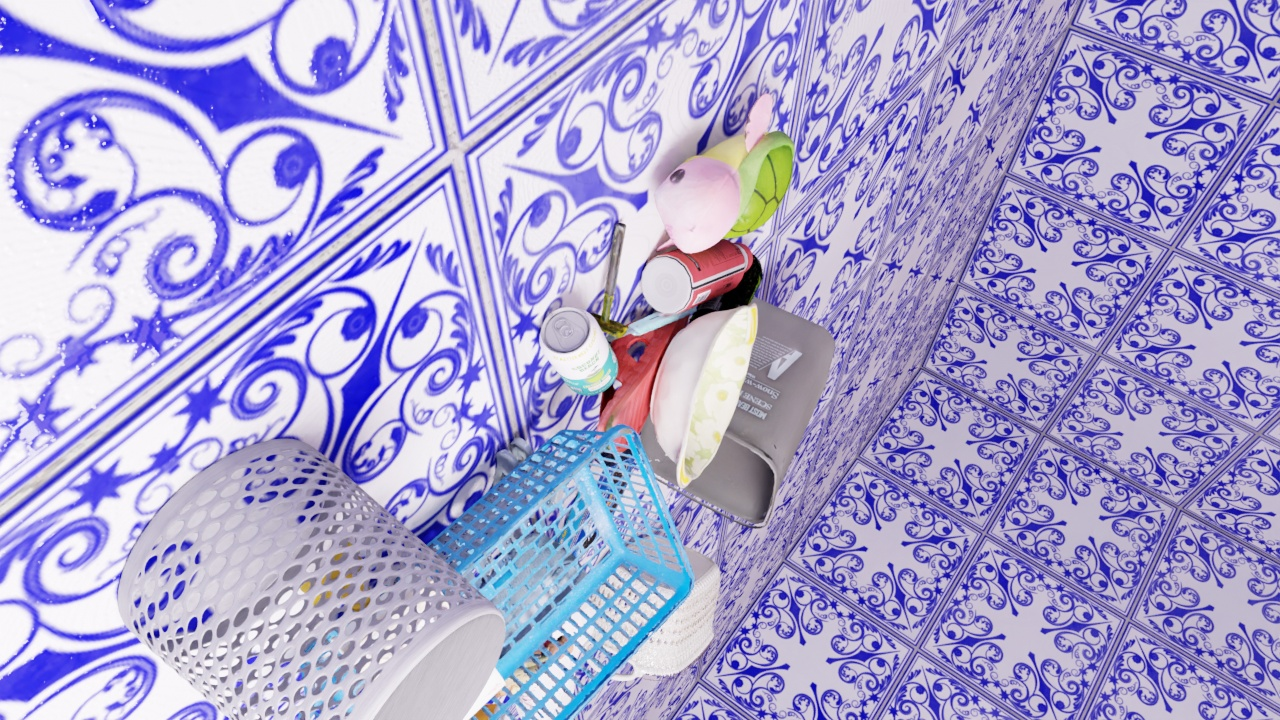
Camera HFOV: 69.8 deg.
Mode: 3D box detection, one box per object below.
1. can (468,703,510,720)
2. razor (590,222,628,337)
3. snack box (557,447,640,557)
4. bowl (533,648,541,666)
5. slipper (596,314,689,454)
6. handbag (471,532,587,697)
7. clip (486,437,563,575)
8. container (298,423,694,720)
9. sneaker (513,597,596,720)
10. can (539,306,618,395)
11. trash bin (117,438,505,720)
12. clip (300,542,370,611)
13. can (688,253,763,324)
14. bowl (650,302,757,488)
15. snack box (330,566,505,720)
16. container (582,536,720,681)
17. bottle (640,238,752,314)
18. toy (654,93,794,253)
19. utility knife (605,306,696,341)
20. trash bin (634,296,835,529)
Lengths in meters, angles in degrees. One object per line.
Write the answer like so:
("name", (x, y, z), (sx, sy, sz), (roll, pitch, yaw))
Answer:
("can", (-0.205, 0.400, 0.940), (0.079, 0.142, 0.079), (-2, 85, -88))
("razor", (-0.026, -0.076, 0.850), (0.026, 0.042, 0.106), (-25, 132, -52))
("snack box", (-0.054, 0.177, 1.144), (0.082, 0.027, 0.150), (-22, 139, -57))
("bowl", (-0.162, 0.361, 1.084), (0.101, 0.026, 0.114), (-9, 122, -22))
("slipper", (-0.006, 0.006, 0.969), (0.248, 0.059, 0.104), (-58, 164, -52))
("handbag", (-0.132, 0.290, 0.999), (0.191, 0.118, 0.122), (-45, 155, -13))
("clip", (-0.141, 0.160, 0.921), (0.164, 0.031, 0.173), (-55, 158, -16))
("container", (-0.124, 0.240, 0.853), (0.361, 0.089, 0.257), (-41, 132, -24))
("sneaker", (-0.139, 0.397, 1.188), (0.104, 0.090, 0.237), (-17, 137, -48))
("can", (-0.056, -0.008, 0.840), (0.055, 0.055, 0.102), (-54, 159, -12))
("trash bin", (-0.197, 0.164, 0.577), (0.156, 0.183, 0.157), (-47, 157, -28))
("clip", (-0.234, 0.176, 0.723), (0.054, 0.048, 0.046), (-47, 112, -29))
("can", (0.102, -0.073, 1.075), (0.054, 0.054, 0.137), (98, 17, -47))
("bowl", (0.059, 0.026, 0.967), (0.218, 0.060, 0.189), (-62, 159, -27))
("snack box", (-0.170, 0.238, 0.721), (0.081, 0.026, 0.150), (-41, 131, -24))
("container", (0.017, 0.363, 1.371), (0.251, 0.185, 0.143), (-8, 115, -66))
("bottle", (0.070, -0.097, 0.988), (0.176, 0.062, 0.062), (-26, 143, -55))
("toy", (0.088, -0.167, 0.898), (0.191, 0.087, 0.237), (-49, 170, 29))
("utility knife", (0.009, -0.036, 0.926), (0.147, 0.022, 0.015), (-26, 131, -50))
("trash bin", (0.131, 0.056, 1.181), (0.219, 0.197, 0.198), (-53, 159, -29))
